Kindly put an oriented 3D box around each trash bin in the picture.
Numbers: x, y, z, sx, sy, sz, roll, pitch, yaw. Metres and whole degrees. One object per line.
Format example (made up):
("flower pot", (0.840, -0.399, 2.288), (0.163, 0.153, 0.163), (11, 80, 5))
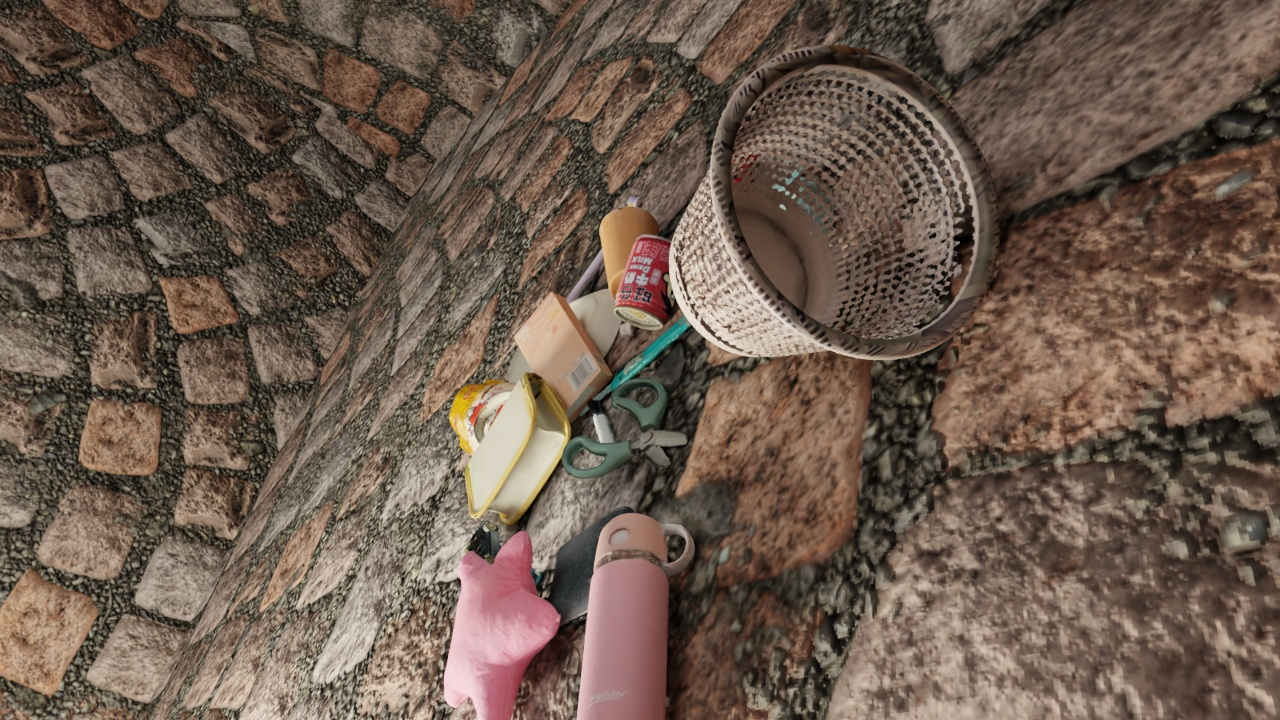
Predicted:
("trash bin", (0.122, -0.093, 0.710), (0.227, 0.227, 0.192), (-65, 13, -19))

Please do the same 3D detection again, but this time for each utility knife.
("utility knife", (-0.006, 0.006, 1.044), (0.210, 0.013, 0.029), (-42, 22, 32))

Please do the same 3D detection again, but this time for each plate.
("plate", (-0.111, -0.022, 1.256), (0.266, 0.034, 0.161), (-17, 45, 56))

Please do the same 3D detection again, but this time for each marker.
("marker", (-0.041, 0.077, 1.012), (0.018, 0.022, 0.130), (-52, 23, 12))

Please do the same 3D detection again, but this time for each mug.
("mug", (-0.012, -0.128, 1.159), (0.078, 0.078, 0.122), (-42, 33, 30))

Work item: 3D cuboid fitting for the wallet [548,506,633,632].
("wallet", (-0.051, 0.203, 0.877), (0.121, 0.019, 0.097), (-38, 30, 39))

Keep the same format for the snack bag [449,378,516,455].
("snack bag", (-0.191, 0.086, 1.246), (0.208, 0.073, 0.128), (13, 77, 59))

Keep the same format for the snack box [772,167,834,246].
("snack box", (0.114, -0.113, 0.918), (0.175, 0.051, 0.074), (-33, 32, 43))

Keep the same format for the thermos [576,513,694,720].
("thermos", (-0.001, 0.211, 0.723), (0.087, 0.067, 0.198), (-12, 38, 15))

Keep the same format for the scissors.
("scissors", (-0.002, 0.064, 0.942), (0.178, 0.019, 0.168), (-8, 41, 44))

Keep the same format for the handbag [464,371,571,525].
("handbag", (-0.156, 0.093, 1.122), (0.164, 0.063, 0.178), (-56, 32, 19))

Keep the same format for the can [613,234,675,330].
("can", (0.011, -0.089, 1.057), (0.067, 0.066, 0.093), (-7, 61, 60))

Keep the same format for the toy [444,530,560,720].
("toy", (-0.134, 0.265, 0.879), (0.179, 0.074, 0.194), (-24, 55, 45))

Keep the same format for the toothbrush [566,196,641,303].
("toothbrush", (-0.054, -0.159, 1.327), (0.189, 0.021, 0.029), (-58, 16, -13))

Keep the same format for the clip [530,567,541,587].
("clip", (-0.123, 0.244, 0.960), (0.057, 0.048, 0.015), (-57, 22, -12))

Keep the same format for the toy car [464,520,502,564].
("toy car", (-0.181, 0.231, 1.070), (0.049, 0.031, 0.105), (-49, 26, 16))

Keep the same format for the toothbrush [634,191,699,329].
("toothbrush", (0.037, -0.122, 1.105), (0.016, 0.014, 0.189), (22, 85, 60))

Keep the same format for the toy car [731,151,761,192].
("toy car", (0.101, -0.193, 1.057), (0.053, 0.045, 0.120), (-24, 42, 53))

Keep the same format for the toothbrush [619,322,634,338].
("toothbrush", (-0.017, -0.084, 1.173), (0.016, 0.016, 0.179), (-17, 36, 12))

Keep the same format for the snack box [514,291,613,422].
("snack box", (-0.099, -0.006, 1.145), (0.085, 0.026, 0.157), (-48, 49, 18))
